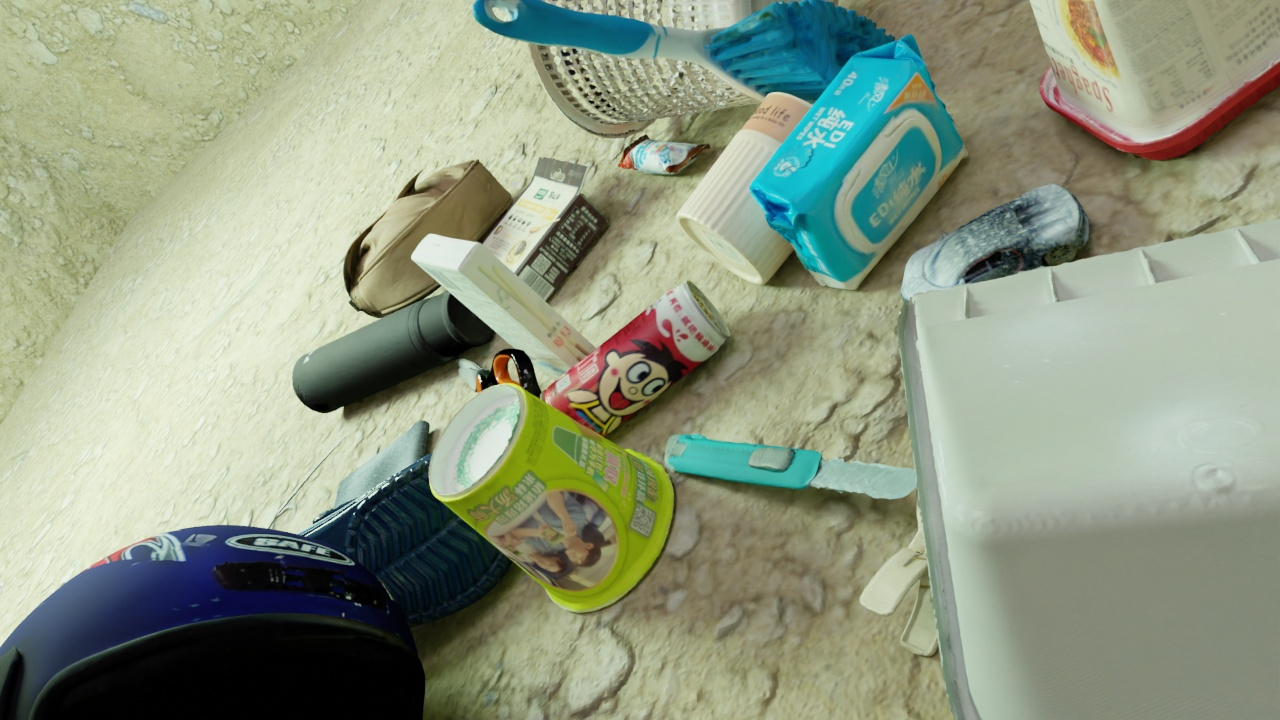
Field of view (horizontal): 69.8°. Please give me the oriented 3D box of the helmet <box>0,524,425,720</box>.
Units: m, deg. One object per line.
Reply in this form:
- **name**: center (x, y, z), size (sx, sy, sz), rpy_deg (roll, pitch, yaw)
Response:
- **helmet**: center (-0.230, 0.210, 0.505), size (0.316, 0.247, 0.240), rpy_deg (-26, 58, 39)

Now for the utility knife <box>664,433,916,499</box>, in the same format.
- **utility knife**: center (0.071, 0.057, 0.511), size (0.220, 0.013, 0.029), rpy_deg (-1, 54, 59)

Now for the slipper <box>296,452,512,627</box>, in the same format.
- **slipper**: center (-0.183, 0.143, 0.671), size (0.253, 0.105, 0.095), rpy_deg (-29, 2, 9)

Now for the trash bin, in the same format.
- **trash bin**: center (0.046, -0.297, 0.761), size (0.192, 0.227, 0.227), rpy_deg (14, 67, 38)

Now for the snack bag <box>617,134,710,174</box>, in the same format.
- **snack bag**: center (0.019, -0.182, 0.820), size (0.045, 0.026, 0.105), rpy_deg (-37, 30, -19)

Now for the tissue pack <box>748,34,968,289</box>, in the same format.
- **tissue pack**: center (0.138, -0.118, 0.569), size (0.140, 0.090, 0.063), rpy_deg (-50, 41, -2)

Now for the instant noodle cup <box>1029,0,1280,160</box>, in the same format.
- **instant noodle cup**: center (0.263, -0.189, 0.473), size (0.117, 0.124, 0.116), rpy_deg (-38, 35, 13)

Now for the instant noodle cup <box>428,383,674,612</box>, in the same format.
- **instant noodle cup**: center (-0.059, 0.077, 0.564), size (0.112, 0.123, 0.111), rpy_deg (-29, 38, 26)

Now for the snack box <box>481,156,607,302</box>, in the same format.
- **snack box**: center (-0.094, -0.123, 0.864), size (0.125, 0.053, 0.113), rpy_deg (-52, 33, -6)

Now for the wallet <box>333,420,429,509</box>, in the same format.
- **wallet**: center (-0.234, 0.117, 0.815), size (0.121, 0.019, 0.097), rpy_deg (-34, 35, 22)

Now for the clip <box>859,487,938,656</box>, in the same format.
- **clip**: center (0.138, 0.080, 0.417), size (0.035, 0.074, 0.100), rpy_deg (17, 68, 53)

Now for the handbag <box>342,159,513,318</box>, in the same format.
- **handbag**: center (-0.223, -0.133, 0.952), size (0.148, 0.100, 0.204), rpy_deg (-31, 19, 28)

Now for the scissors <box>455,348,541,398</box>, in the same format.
- **scissors**: center (-0.121, 0.008, 0.755), size (0.235, 0.021, 0.139), rpy_deg (-129, 38, -50)

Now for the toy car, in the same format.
- **toy car**: center (0.191, -0.059, 0.507), size (0.106, 0.031, 0.048), rpy_deg (-31, 37, 25)

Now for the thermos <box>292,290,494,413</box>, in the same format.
- **thermos**: center (-0.243, -0.012, 0.920), size (0.243, 0.068, 0.089), rpy_deg (-19, 12, 33)

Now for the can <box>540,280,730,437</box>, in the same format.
- **can**: center (-0.004, 0.004, 0.639), size (0.133, 0.053, 0.053), rpy_deg (-38, 35, 15)

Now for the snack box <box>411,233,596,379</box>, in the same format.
- **snack box**: center (-0.091, -0.033, 0.680), size (0.085, 0.157, 0.026), rpy_deg (17, 69, 52)

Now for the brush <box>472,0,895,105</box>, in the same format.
- **brush**: center (0.049, -0.207, 0.601), size (0.110, 0.313, 0.060), rpy_deg (-1, 92, 45)

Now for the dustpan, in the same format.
- **dustpan**: center (0.214, 0.062, 0.343), size (0.223, 0.143, 0.257), rpy_deg (-11, 20, 26)

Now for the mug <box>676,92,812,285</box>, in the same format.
- **mug**: center (0.085, -0.117, 0.648), size (0.106, 0.081, 0.114), rpy_deg (-52, 8, -3)
